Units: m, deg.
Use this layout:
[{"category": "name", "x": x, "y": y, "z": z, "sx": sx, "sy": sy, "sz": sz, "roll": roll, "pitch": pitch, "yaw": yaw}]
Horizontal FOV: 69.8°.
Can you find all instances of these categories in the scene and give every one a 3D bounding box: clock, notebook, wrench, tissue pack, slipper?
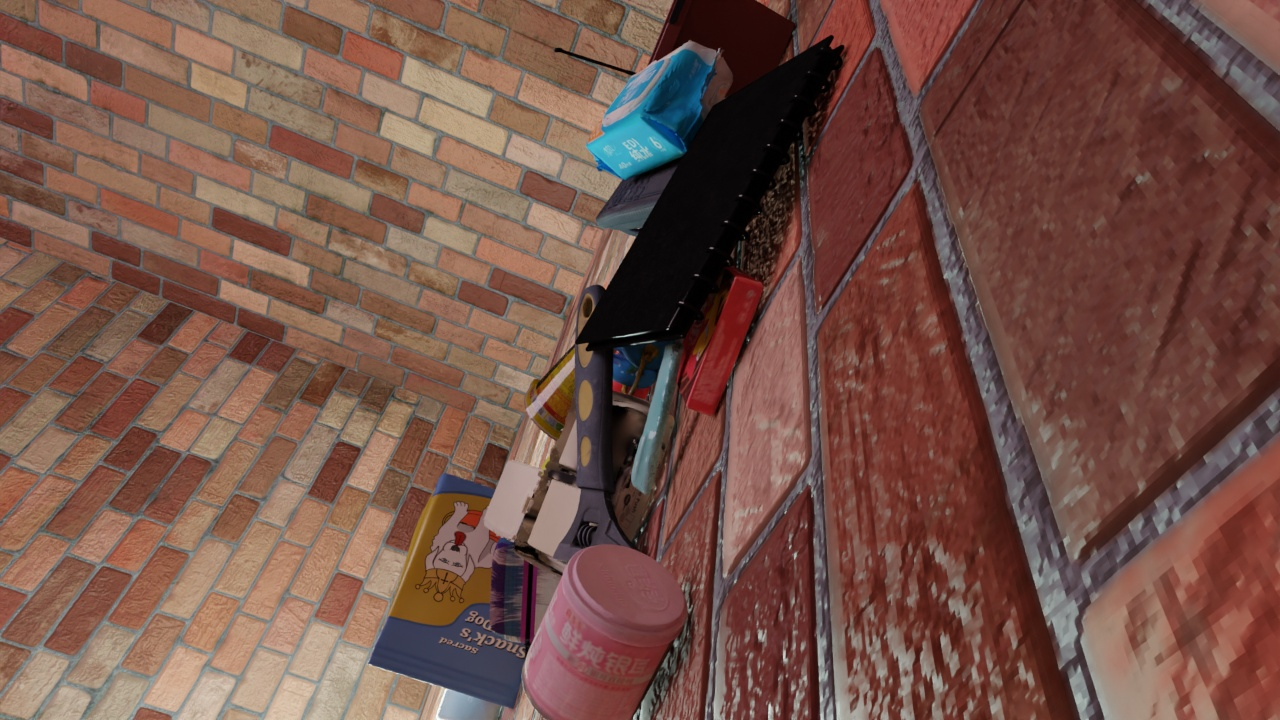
[{"category": "clock", "x": 0.011, "y": -0.036, "z": 0.778, "sx": 0.117, "sy": 0.060, "sz": 0.161, "roll": 127, "pitch": 158, "yaw": -64}, {"category": "notebook", "x": 0.045, "y": -0.110, "z": 0.644, "sx": 0.231, "sy": 0.019, "sz": 0.169, "roll": -61, "pitch": 20, "yaw": -15}, {"category": "wrench", "x": -0.033, "y": 0.059, "z": 0.669, "sx": 0.074, "sy": 0.022, "sz": 0.272, "roll": -26, "pitch": 52, "yaw": 34}, {"category": "tissue pack", "x": 0.015, "y": -0.218, "z": 0.800, "sx": 0.145, "sy": 0.061, "sz": 0.092, "roll": -2, "pitch": 52, "yaw": 59}, {"category": "slipper", "x": 0.052, "y": -0.156, "z": 0.825, "sx": 0.110, "sy": 0.083, "sz": 0.268, "roll": -59, "pitch": 23, "yaw": -13}]

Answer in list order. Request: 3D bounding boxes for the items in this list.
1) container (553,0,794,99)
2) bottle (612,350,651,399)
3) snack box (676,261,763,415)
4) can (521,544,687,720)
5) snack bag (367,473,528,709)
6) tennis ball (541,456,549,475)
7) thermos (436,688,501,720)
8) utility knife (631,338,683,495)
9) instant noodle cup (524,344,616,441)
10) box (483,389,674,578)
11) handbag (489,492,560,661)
[{"category": "container", "x": 0.033, "y": -0.322, "z": 0.889, "sx": 0.148, "sy": 0.201, "sz": 0.127, "roll": -90, "pitch": 23, "yaw": -71}, {"category": "bottle", "x": -0.005, "y": 0.005, "z": 0.852, "sx": 0.042, "sy": 0.042, "sz": 0.141, "roll": 123, "pitch": 168, "yaw": -57}, {"category": "snack box", "x": 0.049, "y": -0.021, "z": 0.627, "sx": 0.133, "sy": 0.021, "sz": 0.089, "roll": -106, "pitch": 36, "yaw": -78}, {"category": "can", "x": -0.019, "y": 0.144, "z": 0.478, "sx": 0.067, "sy": 0.067, "sz": 0.076, "roll": -86, "pitch": 18, "yaw": -66}, {"category": "snack bag", "x": -0.177, "y": 0.244, "z": 0.971, "sx": 0.102, "sy": 0.159, "sz": 0.204, "roll": 123, "pitch": 165, "yaw": -53}, {"category": "tennis ball", "x": -0.064, "y": 0.114, "z": 0.883, "sx": 0.065, "sy": 0.065, "sz": 0.065, "roll": -160, "pitch": 92, "yaw": -83}, {"category": "thermos", "x": -0.167, "y": 0.316, "z": 1.052, "sx": 0.078, "sy": 0.065, "sz": 0.206, "roll": 92, "pitch": -167, "yaw": -59}, {"category": "utility knife", "x": 0.017, "y": 0.012, "z": 0.620, "sx": 0.022, "sy": 0.015, "sz": 0.158, "roll": 25, "pitch": 103, "yaw": 61}, {"category": "instant noodle cup", "x": -0.063, "y": 0.028, "z": 1.060, "sx": 0.113, "sy": 0.100, "sz": 0.100, "roll": -52, "pitch": 14, "yaw": 28}, {"category": "box", "x": -0.038, "y": 0.101, "z": 0.740, "sx": 0.187, "sy": 0.101, "sz": 0.145, "roll": 7, "pitch": 73, "yaw": 61}, {"category": "handbag", "x": -0.104, "y": 0.190, "z": 0.879, "sx": 0.170, "sy": 0.068, "sz": 0.144, "roll": -120, "pitch": 33, "yaw": -80}]
